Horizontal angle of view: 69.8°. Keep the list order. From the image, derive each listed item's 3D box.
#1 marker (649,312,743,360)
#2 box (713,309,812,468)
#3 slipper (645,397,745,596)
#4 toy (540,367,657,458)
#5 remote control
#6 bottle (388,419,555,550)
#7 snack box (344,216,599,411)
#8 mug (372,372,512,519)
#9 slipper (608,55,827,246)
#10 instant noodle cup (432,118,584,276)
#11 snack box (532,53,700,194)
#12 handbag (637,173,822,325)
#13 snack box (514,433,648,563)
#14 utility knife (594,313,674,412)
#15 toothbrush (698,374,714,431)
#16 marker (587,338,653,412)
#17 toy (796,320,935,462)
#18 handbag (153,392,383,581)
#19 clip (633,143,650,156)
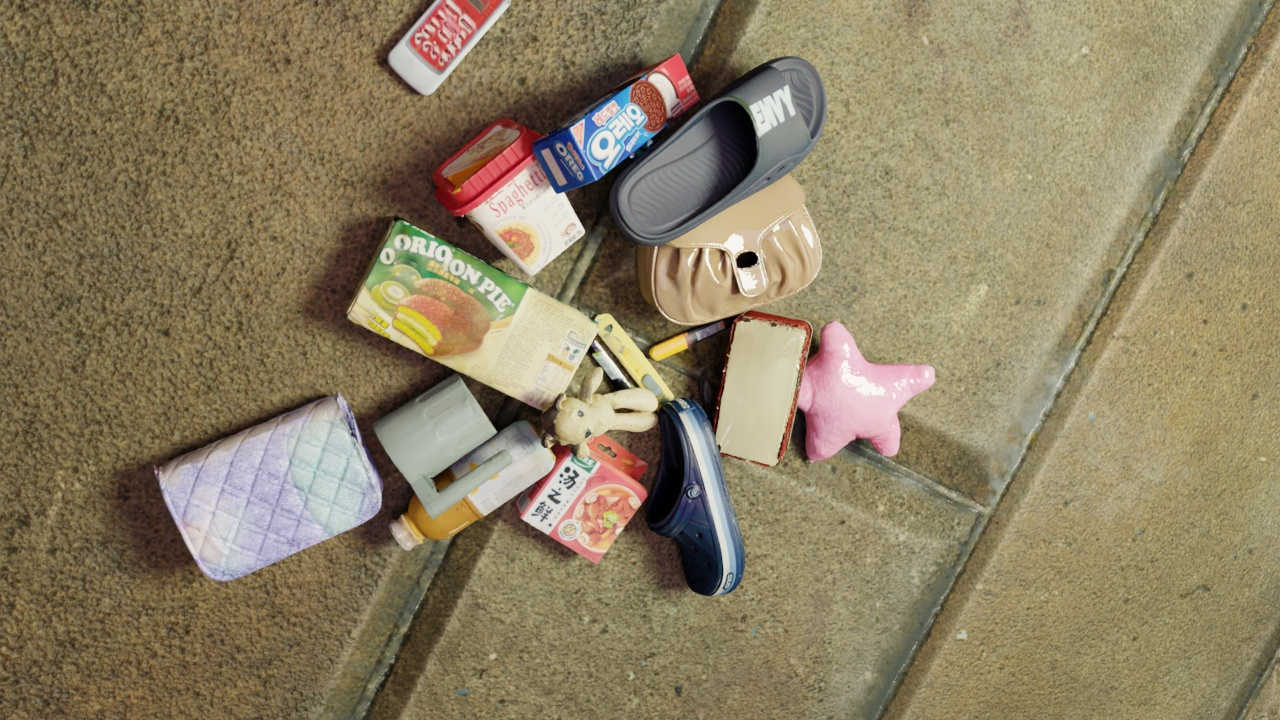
[{"bbox_3d":[0.066,-0.030,1.066,0.123,0.015,0.018,-24,110,-13],"label":"marker"},{"bbox_3d":[0.138,0.033,1.045,0.091,0.079,0.168,13,106,14],"label":"box"},{"bbox_3d":[0.054,0.169,1.060,0.095,0.105,0.253,-14,107,-12],"label":"slipper"},{"bbox_3d":[-0.041,0.061,0.995,0.157,0.066,0.105,-5,116,-47],"label":"toy"},{"bbox_3d":[-0.190,-0.329,0.911,0.056,0.020,0.136,42,89,-22],"label":"remote control"},{"bbox_3d":[-0.184,0.139,1.000,0.189,0.068,0.068,-34,110,-7],"label":"bottle"},{"bbox_3d":[-0.174,-0.045,0.962,0.240,0.063,0.114,27,94,-21],"label":"snack box"},{"bbox_3d":[-0.204,0.087,0.961,0.103,0.084,0.124,-34,69,-9],"label":"mug"},{"bbox_3d":[0.090,-0.210,0.919,0.268,0.083,0.110,-37,99,-9],"label":"slipper"},{"bbox_3d":[-0.128,-0.161,0.928,0.116,0.116,0.124,-41,122,-4],"label":"instant noodle cup"},{"bbox_3d":[-0.019,-0.236,0.909,0.206,0.057,0.058,-47,117,-40],"label":"snack box"},{"bbox_3d":[0.098,-0.122,1.006,0.204,0.100,0.148,-19,111,-12],"label":"handbag"},{"bbox_3d":[-0.061,0.150,1.053,0.113,0.044,0.127,35,91,-21],"label":"snack box"},{"bbox_3d":[-0.006,0.006,1.054,0.031,0.018,0.151,-42,107,-10],"label":"utility knife"},{"bbox_3d":[0.089,0.107,1.105,0.014,0.017,0.189,-13,108,-14],"label":"toothbrush"},{"bbox_3d":[-0.024,0.022,1.051,0.018,0.015,0.124,-37,108,1],"label":"marker"},{"bbox_3d":[0.238,0.049,1.107,0.194,0.074,0.179,22,111,-9],"label":"toy"},{"bbox_3d":[-0.372,0.129,0.939,0.193,0.075,0.134,-23,104,-12],"label":"handbag"},{"bbox_3d":[0.016,-0.222,1.004,0.055,0.013,0.038,23,95,-20],"label":"clip"}]
